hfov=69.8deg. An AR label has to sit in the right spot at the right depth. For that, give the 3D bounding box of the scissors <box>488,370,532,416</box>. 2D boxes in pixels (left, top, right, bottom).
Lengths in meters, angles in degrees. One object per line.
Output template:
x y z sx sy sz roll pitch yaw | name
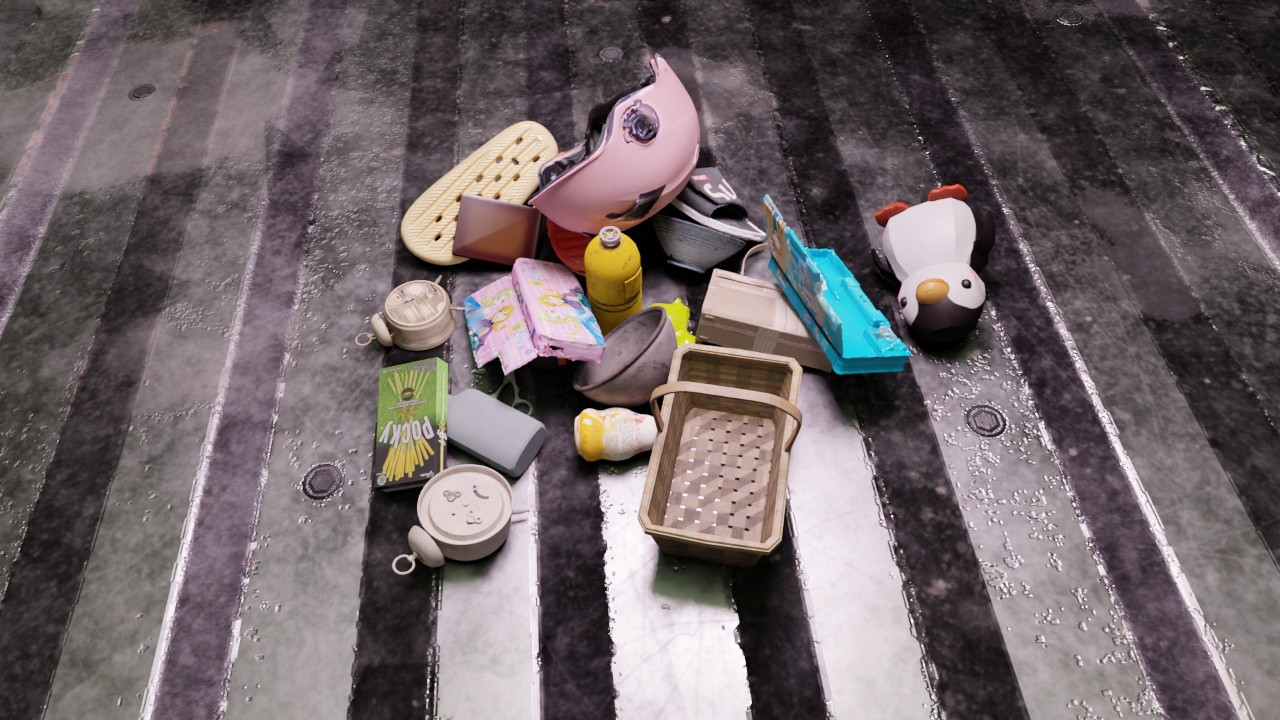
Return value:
-0.157 0.020 1.166 0.118 0.014 0.161 17 59 16 | scissors

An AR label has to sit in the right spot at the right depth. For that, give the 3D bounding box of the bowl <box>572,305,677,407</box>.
-0.007 0.007 1.113 0.145 0.067 0.144 -37 19 15 | bowl

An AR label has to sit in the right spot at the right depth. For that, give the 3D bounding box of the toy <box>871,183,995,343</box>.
0.388 -0.105 1.185 0.159 0.140 0.183 -17 57 31 | toy

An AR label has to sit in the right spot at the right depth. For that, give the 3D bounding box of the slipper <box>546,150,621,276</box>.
-0.083 -0.200 1.299 0.103 0.059 0.248 -12 52 -4 | slipper

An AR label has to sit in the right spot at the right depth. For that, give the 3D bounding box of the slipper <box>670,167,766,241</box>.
0.074 -0.253 1.304 0.264 0.063 0.111 39 27 31 | slipper

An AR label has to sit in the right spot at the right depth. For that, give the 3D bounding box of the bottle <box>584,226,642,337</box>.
-0.033 -0.101 1.156 0.071 0.164 0.071 -1 53 1 | bottle

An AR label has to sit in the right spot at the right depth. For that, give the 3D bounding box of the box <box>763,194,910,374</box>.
0.214 -0.081 1.106 0.085 0.170 0.227 -45 39 20 | box

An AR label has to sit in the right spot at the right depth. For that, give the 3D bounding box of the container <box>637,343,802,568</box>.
0.090 0.086 0.997 0.157 0.187 0.249 8 54 8 | container

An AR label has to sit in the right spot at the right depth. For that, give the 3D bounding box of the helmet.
-0.025 -0.251 1.180 0.152 0.231 0.254 48 54 -17 | helmet

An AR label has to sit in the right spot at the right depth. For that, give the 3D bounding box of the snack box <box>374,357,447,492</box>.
-0.270 0.075 1.083 0.080 0.025 0.147 -11 67 17 | snack box

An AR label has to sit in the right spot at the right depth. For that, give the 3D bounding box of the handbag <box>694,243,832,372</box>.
0.175 -0.090 1.203 0.175 0.062 0.197 14 46 2 | handbag

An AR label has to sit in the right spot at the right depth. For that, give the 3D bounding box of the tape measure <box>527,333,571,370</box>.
-0.121 -0.020 1.178 0.058 0.038 0.058 -14 54 -8 | tape measure

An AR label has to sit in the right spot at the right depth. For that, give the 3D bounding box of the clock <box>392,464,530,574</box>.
-0.208 0.186 1.016 0.103 0.061 0.156 36 55 25 | clock

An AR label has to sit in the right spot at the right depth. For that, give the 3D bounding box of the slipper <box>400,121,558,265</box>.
-0.224 -0.233 1.314 0.111 0.079 0.261 45 81 -2 | slipper

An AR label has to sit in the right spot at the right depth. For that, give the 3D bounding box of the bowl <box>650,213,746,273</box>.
0.069 -0.152 1.245 0.137 0.137 0.057 19 96 16 | bowl

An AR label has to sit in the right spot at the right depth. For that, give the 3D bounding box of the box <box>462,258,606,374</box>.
-0.141 -0.061 1.151 0.160 0.063 0.230 -12 33 -10 | box

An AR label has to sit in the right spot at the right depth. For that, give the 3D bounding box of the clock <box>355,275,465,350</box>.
-0.308 -0.056 1.204 0.140 0.055 0.093 -28 56 -20 | clock

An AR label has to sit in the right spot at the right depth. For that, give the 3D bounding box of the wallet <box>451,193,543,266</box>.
-0.197 -0.180 1.271 0.115 0.018 0.091 9 87 -13 | wallet

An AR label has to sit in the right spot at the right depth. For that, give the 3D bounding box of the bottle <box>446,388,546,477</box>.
-0.198 0.075 1.103 0.161 0.046 0.072 25 69 19 | bottle

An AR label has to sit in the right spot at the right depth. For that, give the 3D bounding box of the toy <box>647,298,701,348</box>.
0.039 -0.035 1.185 0.093 0.036 0.094 37 66 18 | toy

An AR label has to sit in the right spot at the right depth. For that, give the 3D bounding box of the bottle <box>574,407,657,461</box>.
-0.022 0.086 1.079 0.109 0.063 0.063 -2 53 3 | bottle
